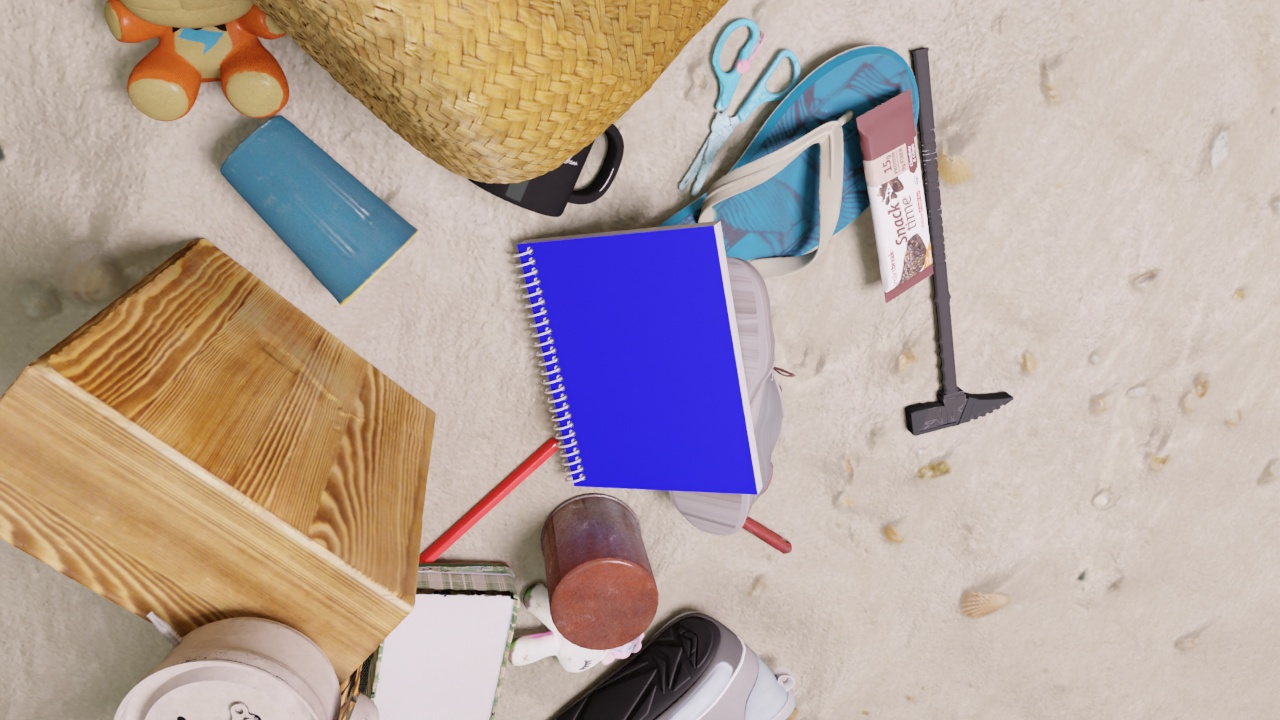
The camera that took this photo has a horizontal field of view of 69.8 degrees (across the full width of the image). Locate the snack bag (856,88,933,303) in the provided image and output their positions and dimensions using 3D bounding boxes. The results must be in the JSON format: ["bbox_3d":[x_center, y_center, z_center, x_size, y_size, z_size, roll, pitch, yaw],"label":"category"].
[{"bbox_3d":[0.199,-0.123,0.710,0.057,0.013,0.158,-30,122,-19],"label":"snack bag"}]

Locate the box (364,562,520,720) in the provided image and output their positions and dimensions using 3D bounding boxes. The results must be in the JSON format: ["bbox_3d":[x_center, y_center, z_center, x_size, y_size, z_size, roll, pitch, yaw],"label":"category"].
[{"bbox_3d":[-0.180,0.272,0.803,0.117,0.051,0.206,6,110,-19],"label":"box"}]

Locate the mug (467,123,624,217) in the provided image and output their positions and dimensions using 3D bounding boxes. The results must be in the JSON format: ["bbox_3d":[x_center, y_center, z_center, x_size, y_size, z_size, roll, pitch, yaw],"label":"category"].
[{"bbox_3d":[-0.062,-0.154,0.661,0.113,0.078,0.088,12,110,-41],"label":"mug"}]

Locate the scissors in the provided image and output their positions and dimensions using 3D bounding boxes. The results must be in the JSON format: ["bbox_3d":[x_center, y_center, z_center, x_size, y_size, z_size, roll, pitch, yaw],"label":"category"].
[{"bbox_3d":[0.074,-0.184,0.704,0.076,0.015,0.142,16,113,-18],"label":"scissors"}]

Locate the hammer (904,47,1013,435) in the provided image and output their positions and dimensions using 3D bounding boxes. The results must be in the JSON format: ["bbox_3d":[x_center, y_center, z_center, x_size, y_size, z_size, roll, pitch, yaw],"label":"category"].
[{"bbox_3d":[0.254,-0.093,0.764,0.095,0.015,0.325,-14,112,-4],"label":"hammer"}]

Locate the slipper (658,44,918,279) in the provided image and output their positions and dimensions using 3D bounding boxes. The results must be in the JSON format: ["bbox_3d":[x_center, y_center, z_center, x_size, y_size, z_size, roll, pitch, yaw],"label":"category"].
[{"bbox_3d":[0.102,-0.114,0.704,0.295,0.060,0.118,-39,119,7],"label":"slipper"}]

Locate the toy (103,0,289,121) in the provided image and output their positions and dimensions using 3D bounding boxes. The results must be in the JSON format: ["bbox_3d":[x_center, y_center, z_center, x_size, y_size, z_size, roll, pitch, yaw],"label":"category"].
[{"bbox_3d":[-0.283,-0.244,0.583,0.112,0.096,0.176,-5,100,-6],"label":"toy"}]

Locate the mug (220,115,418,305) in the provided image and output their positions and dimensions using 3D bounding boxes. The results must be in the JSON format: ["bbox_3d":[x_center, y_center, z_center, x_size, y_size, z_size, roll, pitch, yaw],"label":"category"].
[{"bbox_3d":[-0.229,-0.108,0.649,0.078,0.078,0.121,-42,106,7],"label":"mug"}]

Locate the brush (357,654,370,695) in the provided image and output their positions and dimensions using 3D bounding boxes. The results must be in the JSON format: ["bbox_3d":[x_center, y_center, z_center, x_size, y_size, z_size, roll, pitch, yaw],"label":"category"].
[{"bbox_3d":[-0.242,0.240,0.807,0.050,0.015,0.136,-7,111,-8],"label":"brush"}]

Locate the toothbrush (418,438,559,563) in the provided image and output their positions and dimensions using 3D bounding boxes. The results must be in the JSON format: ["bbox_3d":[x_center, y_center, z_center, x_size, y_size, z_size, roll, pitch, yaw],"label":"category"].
[{"bbox_3d":[-0.145,0.142,0.787,0.212,0.012,0.018,-42,123,7],"label":"toothbrush"}]

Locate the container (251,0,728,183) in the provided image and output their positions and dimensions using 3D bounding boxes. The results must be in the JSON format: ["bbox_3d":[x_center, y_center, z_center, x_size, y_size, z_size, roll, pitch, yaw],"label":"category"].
[{"bbox_3d":[-0.113,-0.241,0.472,0.196,0.307,0.307,-47,111,-2],"label":"container"}]

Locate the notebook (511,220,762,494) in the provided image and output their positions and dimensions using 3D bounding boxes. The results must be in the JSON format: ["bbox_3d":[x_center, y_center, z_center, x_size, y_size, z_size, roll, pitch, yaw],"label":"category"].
[{"bbox_3d":[-0.004,0.004,0.704,0.172,0.022,0.209,-1,112,27],"label":"notebook"}]

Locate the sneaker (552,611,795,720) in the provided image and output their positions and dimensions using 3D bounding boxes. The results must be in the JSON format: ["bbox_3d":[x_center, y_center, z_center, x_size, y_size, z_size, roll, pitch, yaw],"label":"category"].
[{"bbox_3d":[0.022,0.359,0.864,0.257,0.093,0.160,-44,119,10],"label":"sneaker"}]

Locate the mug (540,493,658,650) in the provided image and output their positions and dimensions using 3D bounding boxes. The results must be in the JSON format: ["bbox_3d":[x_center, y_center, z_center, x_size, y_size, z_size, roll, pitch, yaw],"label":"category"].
[{"bbox_3d":[-0.028,0.188,0.775,0.096,0.110,0.123,-30,112,8],"label":"mug"}]

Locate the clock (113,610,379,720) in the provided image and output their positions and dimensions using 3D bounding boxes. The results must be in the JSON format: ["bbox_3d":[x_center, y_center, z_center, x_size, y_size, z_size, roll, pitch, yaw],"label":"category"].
[{"bbox_3d":[-0.188,0.189,0.480,0.157,0.061,0.103,18,107,-8],"label":"clock"}]

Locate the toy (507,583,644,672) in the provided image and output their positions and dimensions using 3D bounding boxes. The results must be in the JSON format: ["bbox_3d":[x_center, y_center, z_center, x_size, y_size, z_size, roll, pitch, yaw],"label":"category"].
[{"bbox_3d":[-0.056,0.248,0.829,0.122,0.038,0.079,13,101,-16],"label":"toy"}]

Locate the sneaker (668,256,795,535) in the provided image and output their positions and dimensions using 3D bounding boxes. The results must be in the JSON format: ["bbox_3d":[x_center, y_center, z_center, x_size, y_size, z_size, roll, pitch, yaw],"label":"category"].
[{"bbox_3d":[0.074,0.021,0.739,0.099,0.089,0.236,13,118,22],"label":"sneaker"}]

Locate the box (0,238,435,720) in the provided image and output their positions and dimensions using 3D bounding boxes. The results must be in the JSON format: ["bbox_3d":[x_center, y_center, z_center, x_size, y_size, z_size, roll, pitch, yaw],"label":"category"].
[{"bbox_3d":[-0.311,0.154,0.625,0.286,0.279,0.337,39,98,-20],"label":"box"}]

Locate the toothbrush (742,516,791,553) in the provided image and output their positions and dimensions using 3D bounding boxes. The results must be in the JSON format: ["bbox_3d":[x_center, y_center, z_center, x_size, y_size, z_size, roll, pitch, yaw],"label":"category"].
[{"bbox_3d":[0.059,0.127,0.814,0.190,0.016,0.016,32,107,-19],"label":"toothbrush"}]
